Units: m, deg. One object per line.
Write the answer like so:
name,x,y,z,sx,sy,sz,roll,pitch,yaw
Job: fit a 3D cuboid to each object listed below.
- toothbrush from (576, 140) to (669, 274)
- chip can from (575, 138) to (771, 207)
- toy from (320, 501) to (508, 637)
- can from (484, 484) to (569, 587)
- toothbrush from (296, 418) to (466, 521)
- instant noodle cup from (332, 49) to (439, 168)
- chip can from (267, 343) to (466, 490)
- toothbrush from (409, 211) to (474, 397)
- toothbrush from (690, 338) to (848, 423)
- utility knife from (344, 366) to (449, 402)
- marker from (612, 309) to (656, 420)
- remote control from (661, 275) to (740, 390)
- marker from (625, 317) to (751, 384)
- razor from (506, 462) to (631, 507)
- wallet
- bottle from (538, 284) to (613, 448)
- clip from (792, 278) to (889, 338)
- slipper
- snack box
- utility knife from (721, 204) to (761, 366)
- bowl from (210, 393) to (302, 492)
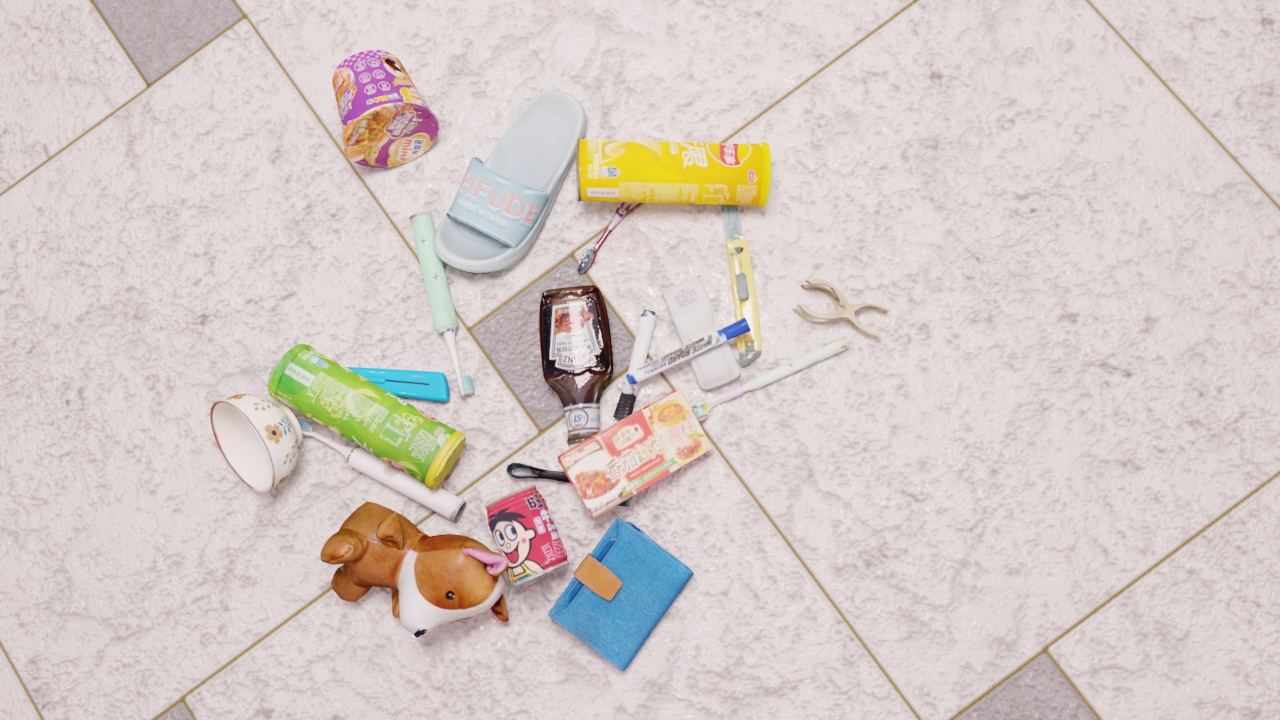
toothbrush,-0.019,-0.178,1.059,0.016,0.017,0.187,34,86,9
chip can,0.035,-0.208,1.020,0.213,0.072,0.072,1,82,-1
toy,-0.233,0.225,0.969,0.199,0.140,0.130,12,53,2
can,-0.124,0.188,0.990,0.066,0.066,0.093,-23,80,1
toothbrush,-0.298,0.120,1.036,0.221,0.026,0.026,26,43,9
instant noodle cup,-0.301,-0.296,1.061,0.111,0.111,0.099,-24,72,1
chip can,-0.303,0.060,1.014,0.221,0.072,0.072,29,85,4
toothbrush,-0.229,-0.066,1.057,0.027,0.026,0.224,-12,80,-18
toothbrush,0.144,0.020,1.015,0.189,0.029,0.020,-25,40,0
utility knife,-0.319,0.023,1.057,0.207,0.018,0.034,5,83,7
marker,-0.006,0.006,1.031,0.023,0.018,0.130,11,83,16
remote control,0.068,-0.030,1.026,0.049,0.024,0.125,-23,79,3
marker,0.052,-0.009,1.004,0.146,0.017,0.017,-25,80,6
razor,-0.078,0.131,1.016,0.143,0.022,0.042,8,88,5
wallet,-0.022,0.250,0.988,0.106,0.040,0.133,36,86,5
bottle,-0.069,0.016,1.022,0.080,0.044,0.194,-6,82,2
clip,0.215,-0.046,1.012,0.104,0.035,0.080,34,83,1
slipper,-0.145,-0.207,1.046,0.104,0.074,0.245,31,84,8
snack box,-0.006,0.099,0.989,0.152,0.025,0.075,-29,92,-13
utility knife,0.113,-0.090,1.038,0.031,0.020,0.194,-7,77,-2
bowl,-0.420,0.083,1.024,0.113,0.114,0.062,46,46,10
